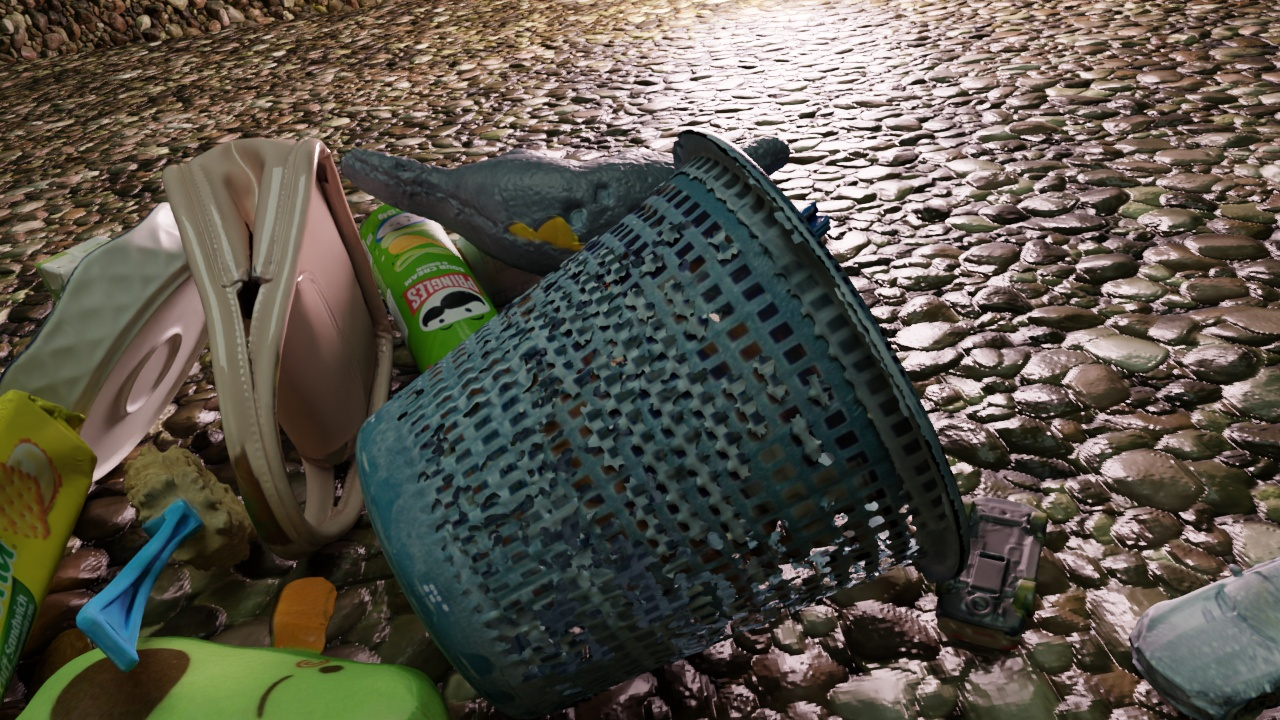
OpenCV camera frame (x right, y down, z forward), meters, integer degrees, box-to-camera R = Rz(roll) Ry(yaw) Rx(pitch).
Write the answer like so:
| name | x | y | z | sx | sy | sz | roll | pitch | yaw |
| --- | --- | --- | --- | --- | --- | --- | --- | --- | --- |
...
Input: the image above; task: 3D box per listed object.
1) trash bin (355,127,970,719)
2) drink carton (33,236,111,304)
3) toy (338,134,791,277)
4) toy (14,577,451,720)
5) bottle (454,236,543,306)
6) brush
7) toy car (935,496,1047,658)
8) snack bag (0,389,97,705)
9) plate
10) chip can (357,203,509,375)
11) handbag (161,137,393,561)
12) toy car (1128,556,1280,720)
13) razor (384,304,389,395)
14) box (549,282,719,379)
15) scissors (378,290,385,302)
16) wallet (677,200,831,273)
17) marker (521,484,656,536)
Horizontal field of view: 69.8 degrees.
| name | x | y | z | sx | sy | sz | roll | pitch | yaw |
| --- | --- | --- | --- | --- | --- | --- | --- | --- | --- |
| trash bin | -0.005 | 0.044 | 0.410 | 0.195 | 0.227 | 0.226 | -30 | 33 | -2 |
| drink carton | -0.399 | -0.027 | 0.696 | 0.045 | 0.123 | 0.053 | 15 | 37 | 31 |
| toy | -0.049 | -0.123 | 0.703 | 0.356 | 0.092 | 0.137 | -2 | 54 | -7 |
| toy | -0.179 | 0.163 | 0.360 | 0.247 | 0.090 | 0.226 | -7 | 30 | 11 |
| bottle | -0.061 | -0.107 | 0.782 | 0.189 | 0.068 | 0.068 | -23 | 34 | -14 |
| brush | -0.227 | 0.090 | 0.436 | 0.045 | 0.083 | 0.255 | -38 | 15 | -11 |
| toy car | 0.165 | 0.098 | 0.432 | 0.042 | 0.035 | 0.090 | 10 | 36 | 25 |
| snack bag | -0.346 | 0.130 | 0.430 | 0.158 | 0.068 | 0.246 | -40 | 32 | 10 |
| plate | -0.338 | -0.002 | 0.601 | 0.045 | 0.205 | 0.204 | 29 | 32 | -9 |
| chip can | -0.151 | -0.043 | 0.679 | 0.072 | 0.072 | 0.236 | -20 | 40 | -18 |
| handbag | -0.205 | 0.005 | 0.540 | 0.093 | 0.194 | 0.233 | -13 | 51 | -6 |
| toy car | 0.268 | 0.111 | 0.385 | 0.120 | 0.037 | 0.054 | -18 | 32 | -9 |
| razor | -0.209 | -0.004 | 0.708 | 0.042 | 0.022 | 0.142 | -3 | 32 | -21 |
| box | -0.004 | 0.004 | 0.603 | 0.091 | 0.079 | 0.168 | -24 | 28 | -22 |
| scissors | -0.207 | -0.052 | 0.758 | 0.145 | 0.014 | 0.172 | 6 | 25 | -3 |
| wallet | 0.077 | -0.089 | 0.736 | 0.106 | 0.040 | 0.132 | 13 | 43 | 40 |
| marker | -0.037 | 0.086 | 0.520 | 0.130 | 0.018 | 0.022 | -17 | 23 | -12 |
